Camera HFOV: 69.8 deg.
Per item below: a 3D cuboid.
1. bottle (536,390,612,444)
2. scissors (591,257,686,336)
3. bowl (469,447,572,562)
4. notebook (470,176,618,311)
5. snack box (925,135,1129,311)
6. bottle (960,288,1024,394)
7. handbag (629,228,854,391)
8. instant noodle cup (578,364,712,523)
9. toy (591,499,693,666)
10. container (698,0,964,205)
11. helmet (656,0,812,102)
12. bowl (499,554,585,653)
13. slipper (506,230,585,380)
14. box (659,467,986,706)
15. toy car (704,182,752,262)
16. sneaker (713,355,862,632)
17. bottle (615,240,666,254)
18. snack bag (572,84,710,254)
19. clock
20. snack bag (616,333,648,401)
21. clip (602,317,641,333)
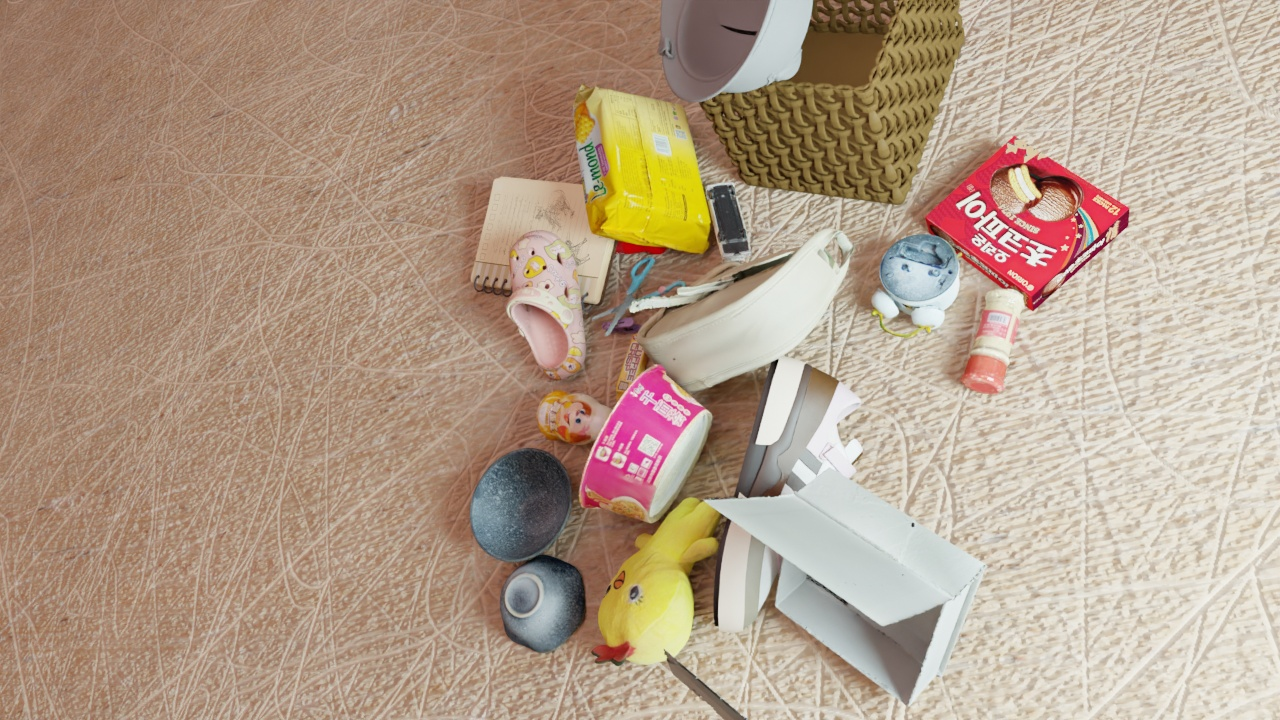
[{"bbox_3d":[-0.070,0.072,1.110,0.109,0.063,0.063,7,70,29],"label":"bottle"},{"bbox_3d":[-0.004,-0.089,1.168,0.135,0.015,0.129,-17,43,17],"label":"scissors"},{"bbox_3d":[-0.130,0.178,1.093,0.137,0.057,0.136,-11,63,21],"label":"bowl"},{"bbox_3d":[-0.129,-0.161,1.241,0.226,0.024,0.167,12,87,34],"label":"notebook"},{"bbox_3d":[0.415,-0.151,0.994,0.132,0.036,0.152,-43,56,2],"label":"snack box"},{"bbox_3d":[0.367,-0.021,0.953,0.044,0.044,0.109,12,72,30],"label":"bottle"},{"bbox_3d":[0.098,-0.075,1.014,0.183,0.132,0.230,-51,22,-23],"label":"handbag"},{"bbox_3d":[0.013,0.100,1.003,0.078,0.179,0.178,27,80,16],"label":"instant noodle cup"},{"bbox_3d":[0.022,0.235,0.973,0.134,0.092,0.207,-16,46,61],"label":"toy"},{"bbox_3d":[0.225,-0.355,1.075,0.220,0.214,0.251,15,74,30],"label":"container"},{"bbox_3d":[0.116,-0.355,0.935,0.184,0.117,0.270,-39,43,43],"label":"helmet"},{"bbox_3d":[-0.120,0.273,1.046,0.110,0.055,0.110,-10,63,21],"label":"bowl"},{"bbox_3d":[-0.126,-0.071,1.161,0.093,0.081,0.197,-18,83,32],"label":"slipper"},{"bbox_3d":[0.165,0.193,0.772,0.167,0.329,0.165,32,96,34],"label":"box"},{"bbox_3d":[0.109,-0.172,1.153,0.039,0.039,0.113,-8,60,-4],"label":"toy car"},{"bbox_3d":[0.158,0.147,0.954,0.116,0.112,0.293,15,73,10],"label":"sneaker"},{"bbox_3d":[-0.023,-0.158,1.211,0.119,0.036,0.036,4,69,28],"label":"bottle"},{"bbox_3d":[0.005,-0.245,1.167,0.068,0.159,0.246,-48,44,48],"label":"snack bag"},{"bbox_3d":[0.301,-0.079,1.004,0.083,0.057,0.117,23,78,32],"label":"clock"},{"bbox_3d":[-0.007,0.007,1.136,0.026,0.020,0.099,9,72,28],"label":"snack bag"},{"bbox_3d":[-0.025,-0.044,1.166,0.051,0.032,0.013,-2,65,27],"label":"clip"}]
